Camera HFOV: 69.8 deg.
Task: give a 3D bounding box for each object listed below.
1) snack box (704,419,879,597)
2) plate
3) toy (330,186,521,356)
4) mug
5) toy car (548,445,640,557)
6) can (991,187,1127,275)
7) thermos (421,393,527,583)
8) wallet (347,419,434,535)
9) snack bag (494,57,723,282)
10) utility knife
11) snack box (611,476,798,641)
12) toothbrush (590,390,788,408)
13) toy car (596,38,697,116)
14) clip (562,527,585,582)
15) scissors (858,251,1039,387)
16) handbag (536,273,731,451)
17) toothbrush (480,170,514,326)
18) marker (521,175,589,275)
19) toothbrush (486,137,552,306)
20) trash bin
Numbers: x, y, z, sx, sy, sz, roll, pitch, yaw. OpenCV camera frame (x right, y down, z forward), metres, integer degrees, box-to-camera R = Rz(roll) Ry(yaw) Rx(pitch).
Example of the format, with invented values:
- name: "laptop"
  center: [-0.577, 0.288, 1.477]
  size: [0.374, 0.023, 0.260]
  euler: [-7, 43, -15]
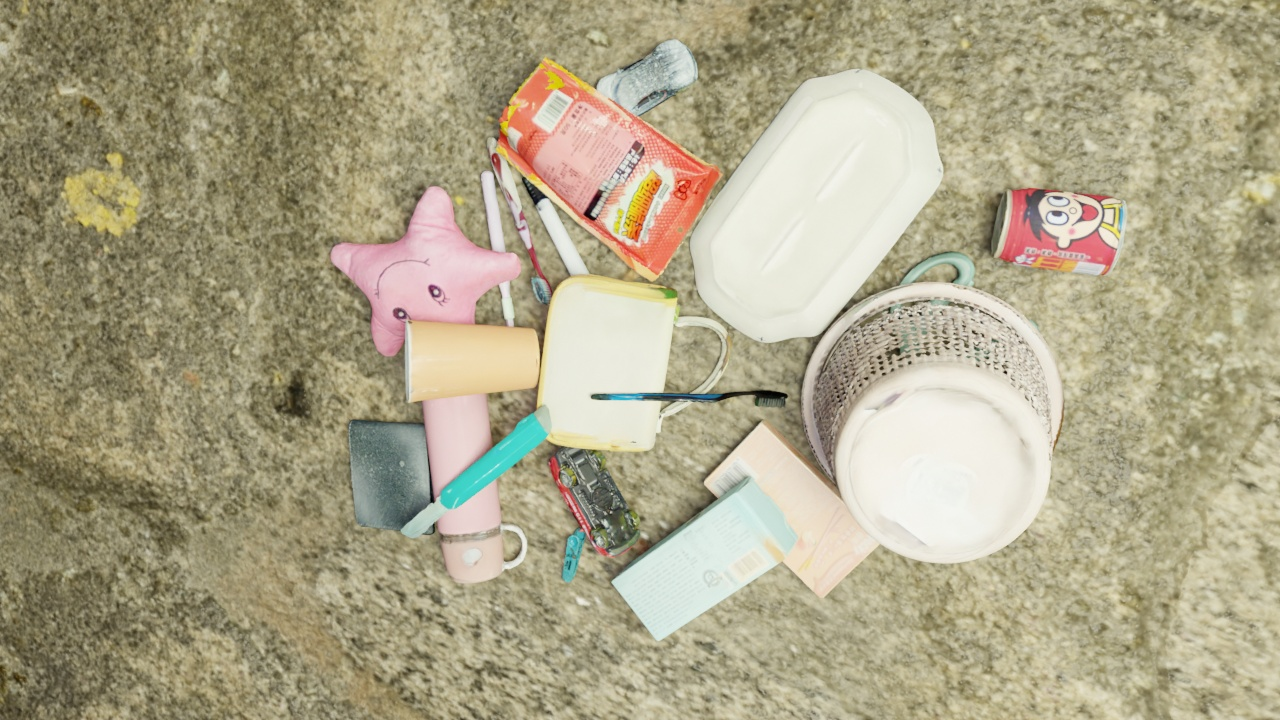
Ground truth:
- name: "snack box"
  center: [0.145, 0.141, 0.875]
  size: [0.157, 0.026, 0.084]
  euler: [44, 103, 7]
- name: "plate"
  center: [0.157, -0.140, 0.845]
  size: [0.162, 0.034, 0.266]
  euler: [39, 102, 8]
- name: "toy"
  center: [-0.205, -0.071, 0.918]
  size: [0.195, 0.074, 0.178]
  euler: [-23, 100, 22]
- name: "mug"
  center: [-0.162, -0.001, 0.878]
  size: [0.122, 0.078, 0.078]
  euler: [-2, 95, -17]
- name: "toy car"
  center: [-0.047, 0.138, 0.910]
  size: [0.120, 0.052, 0.045]
  euler: [59, 143, 7]
- name: "can"
  center: [0.354, -0.111, 0.782]
  size: [0.094, 0.066, 0.066]
  euler: [10, 97, 13]
- name: "thermos"
  center: [-0.169, 0.122, 0.935]
  size: [0.087, 0.067, 0.198]
  euler: [-8, 92, -9]
- name: "wallet"
  center: [-0.262, 0.123, 0.970]
  size: [0.097, 0.019, 0.121]
  euler: [3, 101, 21]
- name: "snack bag"
  center: [-0.036, -0.184, 0.874]
  size: [0.208, 0.073, 0.129]
  euler: [37, 116, 3]
- name: "utility knife"
  center: [-0.159, 0.112, 0.885]
  size: [0.209, 0.013, 0.029]
  euler: [-39, 87, 17]
- name: "snack box"
  center: [0.060, 0.189, 0.871]
  size: [0.175, 0.051, 0.074]
  euler: [-41, 84, 26]
- name: "toothbrush"
  center: [0.047, 0.037, 0.867]
  size: [0.189, 0.014, 0.016]
  euler: [0, 109, -7]
- name: "toy car"
  center: [0.003, -0.264, 0.874]
  size: [0.106, 0.031, 0.049]
  euler: [-27, 86, 16]
- name: "clip"
  center: [-0.069, 0.199, 0.937]
  size: [0.014, 0.048, 0.057]
  euler: [16, 102, 11]
- name: "scissors"
  center: [0.261, -0.023, 0.838]
  size: [0.178, 0.019, 0.169]
  euler: [-25, 90, 17]
- name: "handbag"
  center: [-0.005, 0.005, 0.890]
  size: [0.178, 0.063, 0.163]
  euler: [8, 100, -4]
- name: "toothbrush"
  center: [-0.145, -0.098, 0.931]
  size: [0.021, 0.029, 0.189]
  euler: [-8, 92, -28]
- name: "marker"
  center: [-0.081, -0.129, 0.913]
  size: [0.022, 0.018, 0.130]
  euler: [-29, 87, 5]
- name: "toothbrush"
  center: [-0.122, -0.139, 0.906]
  size: [0.016, 0.017, 0.187]
  euler: [-26, 77, 26]
- name: "trash bin"
  center: [0.239, 0.060, 0.749]
  size: [0.228, 0.191, 0.227]
  euler: [3, 103, 14]
